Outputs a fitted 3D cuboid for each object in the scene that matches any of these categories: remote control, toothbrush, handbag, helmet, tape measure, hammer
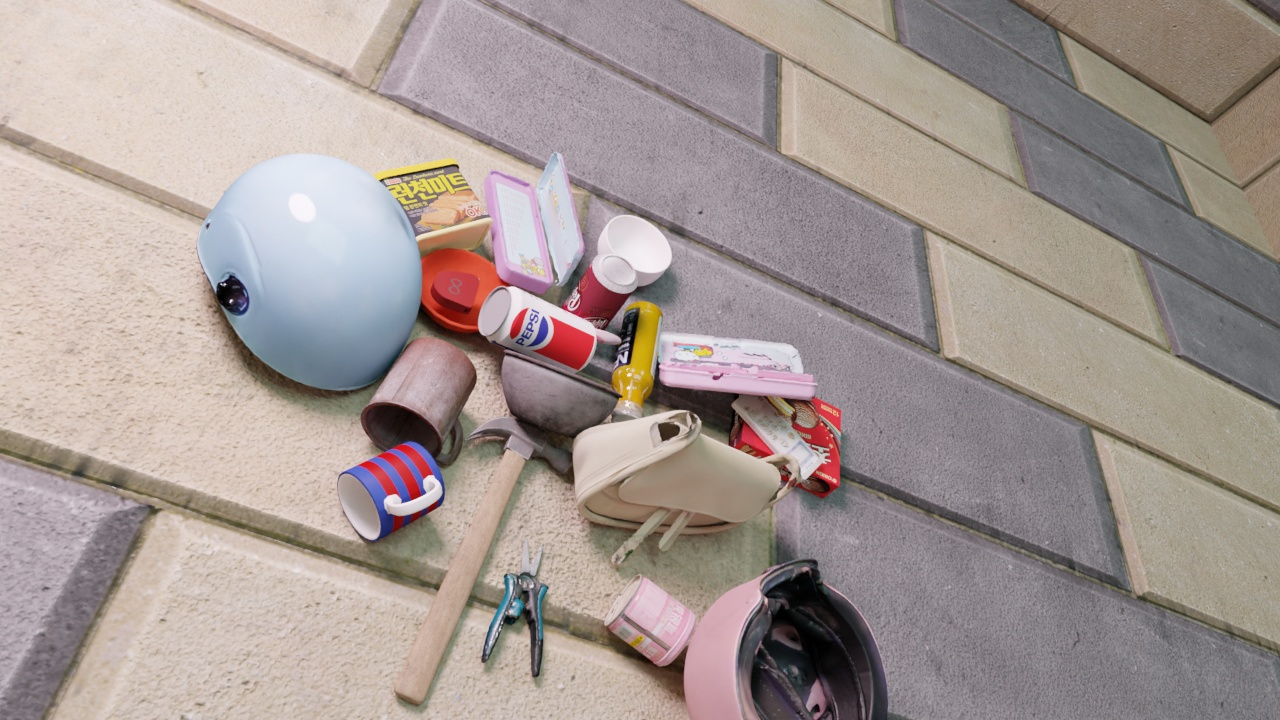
[{"bbox_3d":[0.179,0.095,1.202,0.136,0.011,0.050,48,46,8],"label":"remote control"},{"bbox_3d":[-0.090,-0.036,1.164,0.135,0.022,0.016,8,46,-11],"label":"toothbrush"},{"bbox_3d":[0.051,0.147,1.029,0.229,0.185,0.131,23,48,-41],"label":"handbag"},{"bbox_3d":[-0.335,-0.105,0.977,0.224,0.167,0.265,-14,74,-49],"label":"helmet"},{"bbox_3d":[0.146,0.336,0.945,0.254,0.153,0.230,-9,72,-50],"label":"helmet"},{"bbox_3d":[-0.219,-0.084,1.081,0.051,0.019,0.058,22,41,-15],"label":"tape measure"},{"bbox_3d":[-0.171,0.194,0.948,0.119,0.031,0.330,34,49,-15],"label":"hammer"}]

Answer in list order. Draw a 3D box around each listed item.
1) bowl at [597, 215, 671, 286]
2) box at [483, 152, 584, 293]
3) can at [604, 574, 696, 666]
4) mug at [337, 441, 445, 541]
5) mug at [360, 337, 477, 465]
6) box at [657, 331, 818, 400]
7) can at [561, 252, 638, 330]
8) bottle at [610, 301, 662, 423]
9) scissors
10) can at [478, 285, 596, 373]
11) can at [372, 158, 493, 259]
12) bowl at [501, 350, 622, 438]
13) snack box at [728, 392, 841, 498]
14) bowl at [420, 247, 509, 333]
[{"bbox_3d":[-0.014,-0.148,1.289,0.104,0.054,0.104,19,49,-23],"label":"bowl"},{"bbox_3d":[-0.136,-0.192,1.192,0.089,0.093,0.213,18,39,-33],"label":"box"},{"bbox_3d":[0.011,0.275,0.971,0.076,0.067,0.067,37,45,-2],"label":"can"},{"bbox_3d":[-0.234,0.129,0.899,0.076,0.112,0.075,-27,108,-42],"label":"mug"},{"bbox_3d":[-0.226,0.052,0.987,0.123,0.096,0.110,60,39,-33],"label":"mug"},{"bbox_3d":[0.122,0.013,1.211,0.201,0.059,0.155,6,17,-6],"label":"box"},{"bbox_3d":[-0.053,-0.081,1.169,0.063,0.114,0.063,17,49,-21],"label":"can"},{"bbox_3d":[-0.007,0.007,1.176,0.053,0.053,0.185,23,48,-16],"label":"bottle"},{"bbox_3d":[-0.121,0.255,0.936,0.120,0.019,0.150,48,44,9],"label":"scissors"},{"bbox_3d":[-0.121,-0.035,1.092,0.132,0.070,0.070,25,45,-37],"label":"can"},{"bbox_3d":[-0.265,-0.183,1.144,0.130,0.073,0.101,-24,75,-42],"label":"can"},{"bbox_3d":[-0.100,0.045,1.049,0.145,0.145,0.067,22,85,-17],"label":"bowl"},{"bbox_3d":[0.199,0.096,1.250,0.152,0.036,0.132,26,47,-14],"label":"snack box"},{"bbox_3d":[-0.220,-0.079,1.116,0.122,0.035,0.121,17,49,-21],"label":"bowl"}]
